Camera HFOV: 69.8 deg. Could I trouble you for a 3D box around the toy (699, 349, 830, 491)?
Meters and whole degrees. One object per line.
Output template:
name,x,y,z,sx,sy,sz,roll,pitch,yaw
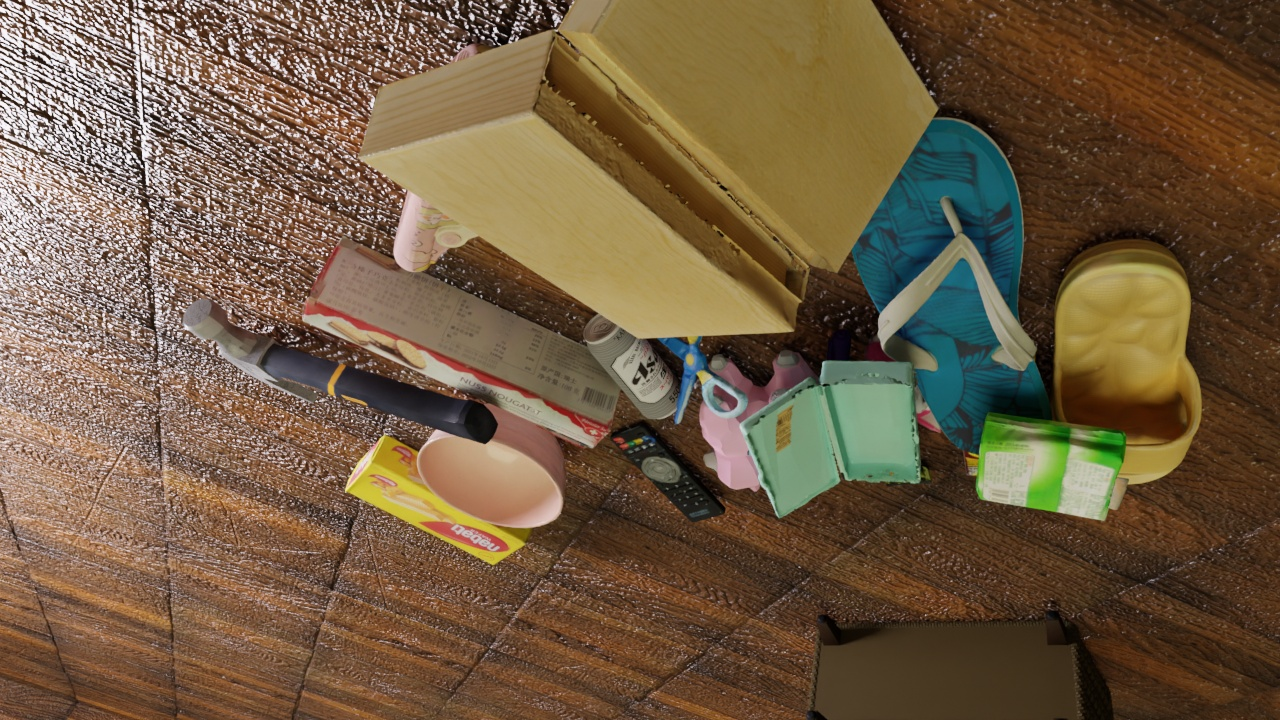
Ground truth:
toy,0.104,0.060,0.803,0.123,0.067,0.158,-3,141,19

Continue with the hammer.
hammer,-0.265,0.019,0.832,0.313,0.035,0.139,13,156,28

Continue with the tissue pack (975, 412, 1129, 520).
tissue pack,0.303,0.080,0.679,0.100,0.034,0.114,8,150,23

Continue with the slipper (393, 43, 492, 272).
slipper,-0.120,-0.126,0.647,0.081,0.093,0.198,17,142,-19

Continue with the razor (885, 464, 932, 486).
razor,0.207,0.075,0.808,0.044,0.021,0.144,-11,139,40

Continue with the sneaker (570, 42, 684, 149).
sneaker,0.003,-0.155,0.583,0.097,0.091,0.246,1,139,-8

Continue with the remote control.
remote control,0.029,0.112,0.924,0.046,0.021,0.140,-23,122,36

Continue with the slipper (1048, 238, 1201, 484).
slipper,0.354,0.028,0.676,0.100,0.078,0.263,-2,138,25

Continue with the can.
can,-0.005,0.005,0.791,0.044,0.043,0.106,-14,132,31

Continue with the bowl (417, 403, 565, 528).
bowl,-0.138,0.094,0.914,0.153,0.076,0.153,10,139,8

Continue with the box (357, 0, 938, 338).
box,0.025,-0.114,0.498,0.253,0.118,0.247,-39,142,18

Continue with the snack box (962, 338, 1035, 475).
snack box,0.292,0.042,0.751,0.061,0.025,0.149,-4,137,22

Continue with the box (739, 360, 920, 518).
box,0.155,0.065,0.731,0.138,0.055,0.187,-13,147,10

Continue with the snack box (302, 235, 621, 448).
snack box,-0.147,-0.012,0.794,0.273,0.076,0.044,25,143,-11

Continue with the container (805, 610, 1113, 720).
container,0.349,0.395,1.033,0.322,0.176,0.205,-9,131,27

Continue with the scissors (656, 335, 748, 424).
scissors,0.046,-0.001,0.738,0.013,0.127,0.126,-6,123,-35

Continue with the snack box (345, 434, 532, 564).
snack box,-0.227,0.163,1.047,0.200,0.042,0.092,32,139,-18

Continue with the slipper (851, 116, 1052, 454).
slipper,0.218,-0.027,0.644,0.118,0.060,0.295,-4,128,36

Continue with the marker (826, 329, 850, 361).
marker,0.166,0.023,0.777,0.018,0.015,0.134,-18,138,-8

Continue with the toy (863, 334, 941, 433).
toy,0.209,0.024,0.744,0.066,0.050,0.102,-1,133,26
